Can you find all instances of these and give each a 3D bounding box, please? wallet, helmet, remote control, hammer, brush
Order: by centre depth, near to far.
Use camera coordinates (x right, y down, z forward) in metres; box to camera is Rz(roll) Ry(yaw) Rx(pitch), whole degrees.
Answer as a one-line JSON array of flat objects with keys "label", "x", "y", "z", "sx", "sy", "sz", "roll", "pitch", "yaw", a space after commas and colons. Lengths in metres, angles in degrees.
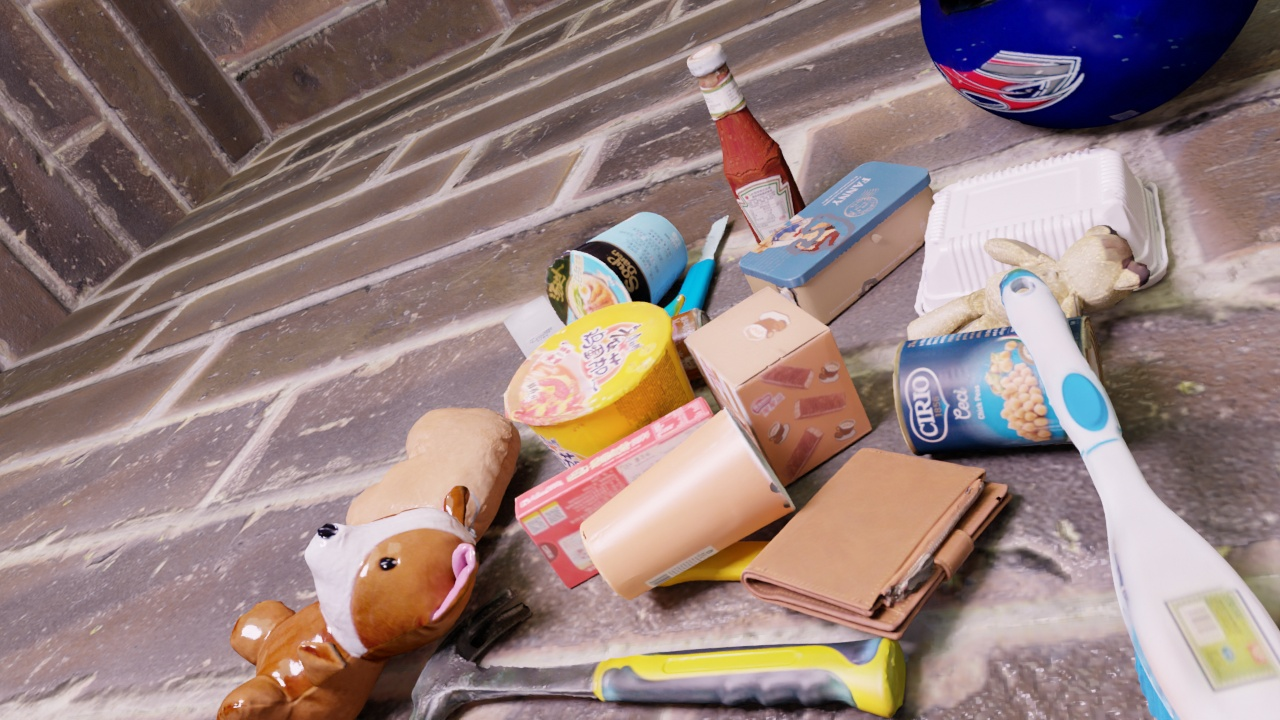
[{"label": "brush", "x": 0.232, "y": 0.075, "z": 0.428, "sx": 0.061, "sy": 0.109, "sz": 0.313, "roll": -23, "pitch": 31, "yaw": 18}, {"label": "wallet", "x": 0.137, "y": 0.101, "z": 0.534, "sx": 0.108, "sy": 0.031, "sz": 0.131, "roll": 5, "pitch": 35, "yaw": 48}, {"label": "hammer", "x": -0.006, "y": 0.187, "z": 0.548, "sx": 0.324, "sy": 0.032, "sz": 0.125, "roll": -13, "pitch": 35, "yaw": 29}, {"label": "helmet", "x": 0.359, "y": -0.330, "z": 0.792, "sx": 0.247, "sy": 0.241, "sz": 0.315, "roll": 0, "pitch": 28, "yaw": -26}, {"label": "remote control", "x": -0.107, "y": -0.030, "z": 0.981, "sx": 0.056, "sy": 0.019, "sz": 0.135, "roll": -34, "pitch": 30, "yaw": -6}]

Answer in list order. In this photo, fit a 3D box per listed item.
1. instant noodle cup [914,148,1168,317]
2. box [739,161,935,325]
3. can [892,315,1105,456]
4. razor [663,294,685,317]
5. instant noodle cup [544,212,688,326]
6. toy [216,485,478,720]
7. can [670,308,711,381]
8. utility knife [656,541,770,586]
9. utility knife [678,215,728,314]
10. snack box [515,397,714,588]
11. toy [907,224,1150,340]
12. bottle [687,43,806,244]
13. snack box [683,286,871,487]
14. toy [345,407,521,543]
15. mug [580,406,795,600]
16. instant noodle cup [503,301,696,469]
[{"label": "instant noodle cup", "x": 0.293, "y": -0.101, "z": 0.693, "sx": 0.174, "sy": 0.060, "sz": 0.137, "roll": -11, "pitch": 35, "yaw": 33}, {"label": "box", "x": 0.180, "y": -0.105, "z": 0.800, "sx": 0.184, "sy": 0.061, "sz": 0.090, "roll": -41, "pitch": 32, "yaw": -15}, {"label": "can", "x": 0.221, "y": 0.017, "z": 0.560, "sx": 0.111, "sy": 0.075, "sz": 0.075, "roll": -9, "pitch": 36, "yaw": 32}, {"label": "razor", "x": -0.007, "y": -0.019, "z": 0.846, "sx": 0.133, "sy": 0.028, "sz": 0.043, "roll": -36, "pitch": 21, "yaw": 23}, {"label": "instant noodle cup", "x": -0.015, "y": -0.086, "z": 0.913, "sx": 0.111, "sy": 0.111, "sz": 0.120, "roll": 1, "pitch": 33, "yaw": 43}, {"label": "toy", "x": -0.195, "y": 0.169, "z": 0.637, "sx": 0.199, "sy": 0.130, "sz": 0.140, "roll": -35, "pitch": 29, "yaw": -1}, {"label": "can", "x": -0.005, "y": 0.005, "z": 0.798, "sx": 0.147, "sy": 0.058, "sz": 0.057, "roll": -20, "pitch": 31, "yaw": 18}, {"label": "utility knife", "x": 0.048, "y": 0.134, "z": 0.599, "sx": 0.164, "sy": 0.015, "sz": 0.033, "roll": -7, "pitch": 43, "yaw": 33}, {"label": "utility knife", "x": 0.058, "y": -0.081, "z": 0.911, "sx": 0.034, "sy": 0.018, "sz": 0.235, "roll": -14, "pitch": 34, "yaw": 30}, {"label": "snack box", "x": -0.005, "y": 0.094, "z": 0.645, "sx": 0.153, "sy": 0.075, "sz": 0.025, "roll": -29, "pitch": 28, "yaw": 3}, {"label": "toy", "x": 0.256, "y": -0.034, "z": 0.621, "sx": 0.157, "sy": 0.066, "sz": 0.105, "roll": -29, "pitch": 41, "yaw": 21}, {"label": "bottle", "x": 0.101, "y": -0.194, "z": 0.857, "sx": 0.060, "sy": 0.206, "sz": 0.059, "roll": -23, "pitch": 29, "yaw": 14}, {"label": "snack box", "x": 0.097, "y": 0.016, "z": 0.652, "sx": 0.077, "sy": 0.094, "sz": 0.092, "roll": -32, "pitch": 29, "yaw": -4}, {"label": "toy", "x": -0.185, "y": 0.129, "z": 0.759, "sx": 0.144, "sy": 0.082, "sz": 0.225, "roll": -5, "pitch": 41, "yaw": 43}, {"label": "mug", "x": 0.027, "y": 0.096, "z": 0.586, "sx": 0.123, "sy": 0.078, "sz": 0.078, "roll": -36, "pitch": 29, "yaw": 5}, {"label": "instant noodle cup", "x": -0.017, "y": 0.038, "z": 0.705, "sx": 0.138, "sy": 0.110, "sz": 0.137, "roll": -22, "pitch": 31, "yaw": 14}]
